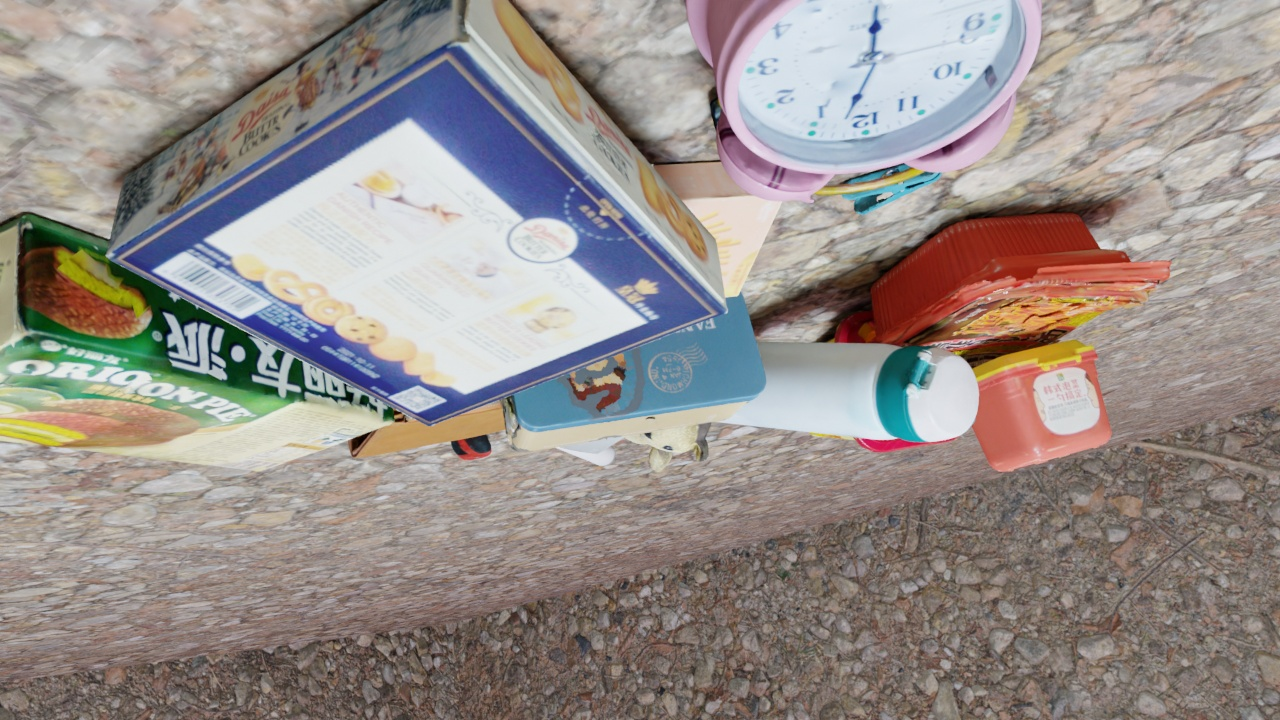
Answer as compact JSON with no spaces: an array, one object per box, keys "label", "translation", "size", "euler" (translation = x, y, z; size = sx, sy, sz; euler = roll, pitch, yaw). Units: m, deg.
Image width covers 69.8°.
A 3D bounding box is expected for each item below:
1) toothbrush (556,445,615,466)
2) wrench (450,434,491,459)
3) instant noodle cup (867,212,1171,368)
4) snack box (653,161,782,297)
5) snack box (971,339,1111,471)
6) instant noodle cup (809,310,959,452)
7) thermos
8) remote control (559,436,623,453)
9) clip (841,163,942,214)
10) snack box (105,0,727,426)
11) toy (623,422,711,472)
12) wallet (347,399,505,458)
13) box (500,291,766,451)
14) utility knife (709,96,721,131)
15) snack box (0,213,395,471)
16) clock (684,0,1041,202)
[{"label":"toothbrush","translation":[-0.070,0.077,0.904],"size":[0.026,0.026,0.221],"euler":[3,167,17]},{"label":"wrench","translation":[-0.149,0.050,0.780],"size":[0.056,0.016,0.274],"euler":[-9,162,-11]},{"label":"instant noodle cup","translation":[0.246,-0.045,0.650],"size":[0.164,0.079,0.189],"euler":[-6,163,-22]},{"label":"snack box","translation":[-0.011,-0.061,0.472],"size":[0.157,0.026,0.085],"euler":[-7,147,-18]},{"label":"snack box","translation":[0.291,0.034,0.676],"size":[0.091,0.080,0.082],"euler":[-11,166,-19]},{"label":"instant noodle cup","translation":[0.202,0.021,0.793],"size":[0.116,0.116,0.124],"euler":[-7,173,-20]},{"label":"thermos","translation":[0.127,0.021,0.653],"size":[0.073,0.073,0.225],"euler":[2,180,-40]},{"label":"remote control","translation":[-0.012,0.045,0.818],"size":[0.135,0.019,0.056],"euler":[-34,149,30]},{"label":"clip","translation":[0.142,-0.099,0.515],"size":[0.055,0.013,0.034],"euler":[-22,162,26]},{"label":"snack box","translation":[-0.084,-0.047,0.386],"size":[0.183,0.045,0.178],"euler":[-21,144,25]},{"label":"toy","translation":[-0.011,0.042,0.717],"size":[0.158,0.105,0.066],"euler":[0,-165,44]},{"label":"wallet","translation":[-0.133,0.037,0.657],"size":[0.131,0.031,0.108],"euler":[-10,166,-33]},{"label":"box","translation":[-0.004,0.004,0.614],"size":[0.184,0.089,0.063],"euler":[-10,162,-15]},{"label":"utility knife","translation":[0.102,-0.137,0.359],"size":[0.191,0.015,0.033],"euler":[-25,156,35]},{"label":"snack box","translation":[-0.251,0.007,0.489],"size":[0.115,0.063,0.240],"euler":[-19,162,19]},{"label":"clock","translation":[0.078,-0.108,0.324],"size":[0.117,0.059,0.158],"euler":[-10,156,9]}]
